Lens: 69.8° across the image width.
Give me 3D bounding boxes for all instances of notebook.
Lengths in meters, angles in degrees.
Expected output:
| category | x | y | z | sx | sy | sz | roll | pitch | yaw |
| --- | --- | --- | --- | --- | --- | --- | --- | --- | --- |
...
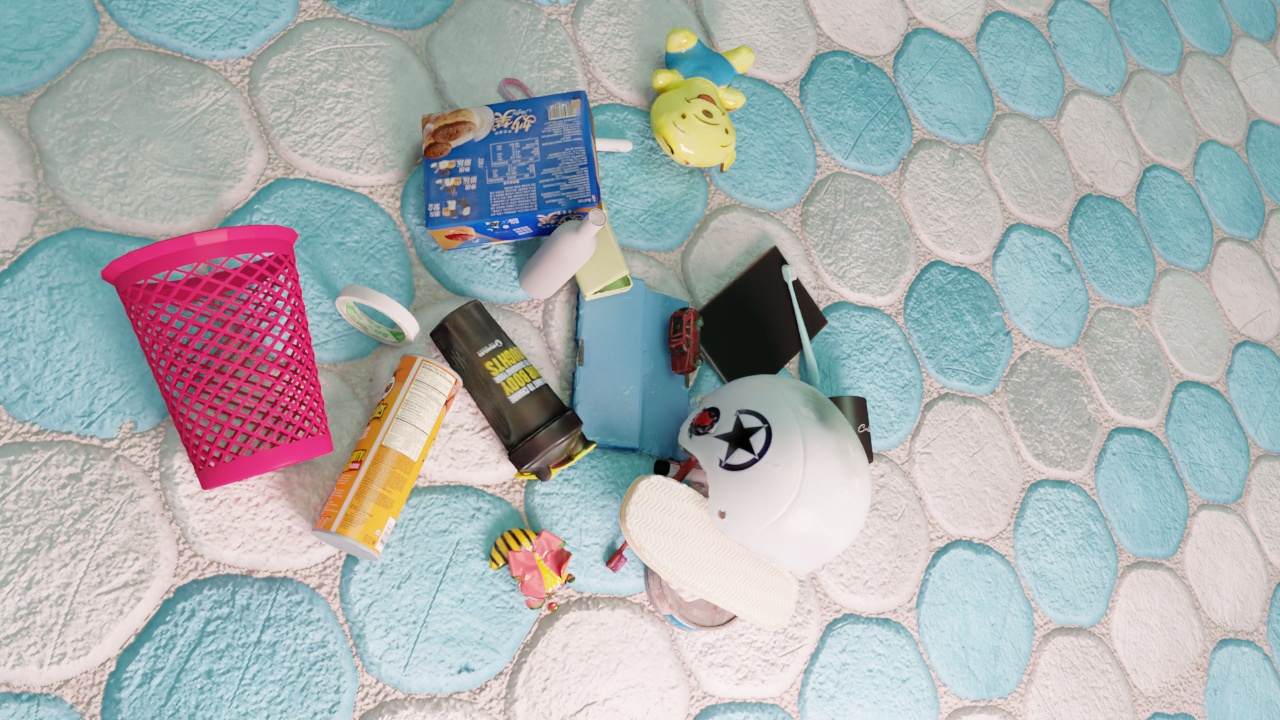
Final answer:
| category | x | y | z | sx | sy | sz | roll | pitch | yaw |
| --- | --- | --- | --- | --- | --- | --- | --- | --- | --- |
| notebook | 0.167 | -0.052 | 1.290 | 0.208 | 0.008 | 0.141 | -41 | 100 | -30 |

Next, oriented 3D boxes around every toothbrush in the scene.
| category | x | y | z | sx | sy | sz | roll | pitch | yaw |
| --- | --- | --- | --- | --- | --- | --- | --- | --- | --- |
| toothbrush | 0.232 | -0.051 | 1.311 | 0.016 | 0.016 | 0.180 | -7 | 82 | -40 |
| toothbrush | 0.021 | 0.184 | 1.132 | 0.016 | 0.016 | 0.189 | 46 | 68 | -13 |

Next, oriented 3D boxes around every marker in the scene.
| category | x | y | z | sx | sy | sz | roll | pitch | yaw |
| --- | --- | --- | --- | --- | --- | --- | --- | --- | --- |
| marker | -0.067 | -0.295 | 1.245 | 0.133 | 0.020 | 0.017 | -6 | 87 | -34 |
| marker | 0.086 | 0.149 | 1.187 | 0.145 | 0.019 | 0.019 | 13 | 69 | -22 |

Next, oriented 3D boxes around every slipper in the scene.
| category | x | y | z | sx | sy | sz | roll | pitch | yaw |
| --- | --- | --- | --- | --- | --- | --- | --- | --- | --- |
| slipper | 0.081 | 0.231 | 1.087 | 0.272 | 0.054 | 0.114 | 39 | 62 | -20 |

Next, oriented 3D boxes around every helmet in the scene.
| category | x | y | z | sx | sy | sz | roll | pitch | yaw |
| --- | --- | --- | --- | --- | --- | --- | --- | --- | --- |
| helmet | 0.181 | 0.115 | 1.114 | 0.236 | 0.164 | 0.263 | 35 | 29 | -35 |

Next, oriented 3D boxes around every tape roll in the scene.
| category | x | y | z | sx | sy | sz | roll | pitch | yaw |
| --- | --- | --- | --- | --- | --- | --- | --- | --- | --- |
| tape roll | -0.292 | -0.049 | 1.020 | 0.094 | 0.094 | 0.018 | 31 | 63 | -15 |

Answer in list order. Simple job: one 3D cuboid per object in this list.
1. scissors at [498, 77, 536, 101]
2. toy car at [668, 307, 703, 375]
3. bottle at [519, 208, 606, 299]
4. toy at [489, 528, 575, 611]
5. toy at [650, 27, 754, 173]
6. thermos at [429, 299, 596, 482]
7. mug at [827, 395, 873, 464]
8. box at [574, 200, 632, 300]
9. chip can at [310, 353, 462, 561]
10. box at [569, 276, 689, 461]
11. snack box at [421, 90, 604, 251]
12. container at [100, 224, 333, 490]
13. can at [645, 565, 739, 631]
| category | x | y | z | sx | sy | sz | roll | pitch | yaw |
| --- | --- | --- | --- | --- | --- | --- | --- | --- | --- |
| scissors | -0.142 | -0.295 | 1.221 | 0.170 | 0.013 | 0.172 | 48 | 57 | -10 |
| toy car | 0.057 | -0.025 | 1.192 | 0.036 | 0.042 | 0.091 | 18 | 64 | -43 |
| bottle | -0.089 | -0.129 | 1.087 | 0.052 | 0.196 | 0.052 | 8 | 70 | -24 |
| toy | -0.120 | 0.234 | 1.047 | 0.103 | 0.046 | 0.084 | 37 | 75 | -6 |
| toy | 0.081 | -0.365 | 1.313 | 0.148 | 0.084 | 0.213 | 13 | 71 | -21 |
| thermos | -0.153 | 0.038 | 1.067 | 0.098 | 0.098 | 0.221 | -37 | 88 | -31 |
| mug | 0.287 | 0.104 | 1.276 | 0.113 | 0.078 | 0.088 | 17 | 64 | -49 |
| box | -0.074 | -0.171 | 1.164 | 0.077 | 0.090 | 0.188 | -22 | 78 | -4 |
| chip can | -0.271 | 0.102 | 0.993 | 0.075 | 0.075 | 0.214 | 29 | 64 | -16 |
| box | -0.005 | 0.006 | 1.175 | 0.176 | 0.048 | 0.231 | 10 | 69 | -25 |
| snack box | -0.153 | -0.227 | 1.104 | 0.203 | 0.069 | 0.155 | -8 | 74 | 5 |
| container | -0.403 | 0.003 | 0.914 | 0.182 | 0.184 | 0.225 | -17 | 90 | -30 |
| can | 0.073 | 0.266 | 1.129 | 0.129 | 0.044 | 0.129 | 8 | 71 | -24 |
